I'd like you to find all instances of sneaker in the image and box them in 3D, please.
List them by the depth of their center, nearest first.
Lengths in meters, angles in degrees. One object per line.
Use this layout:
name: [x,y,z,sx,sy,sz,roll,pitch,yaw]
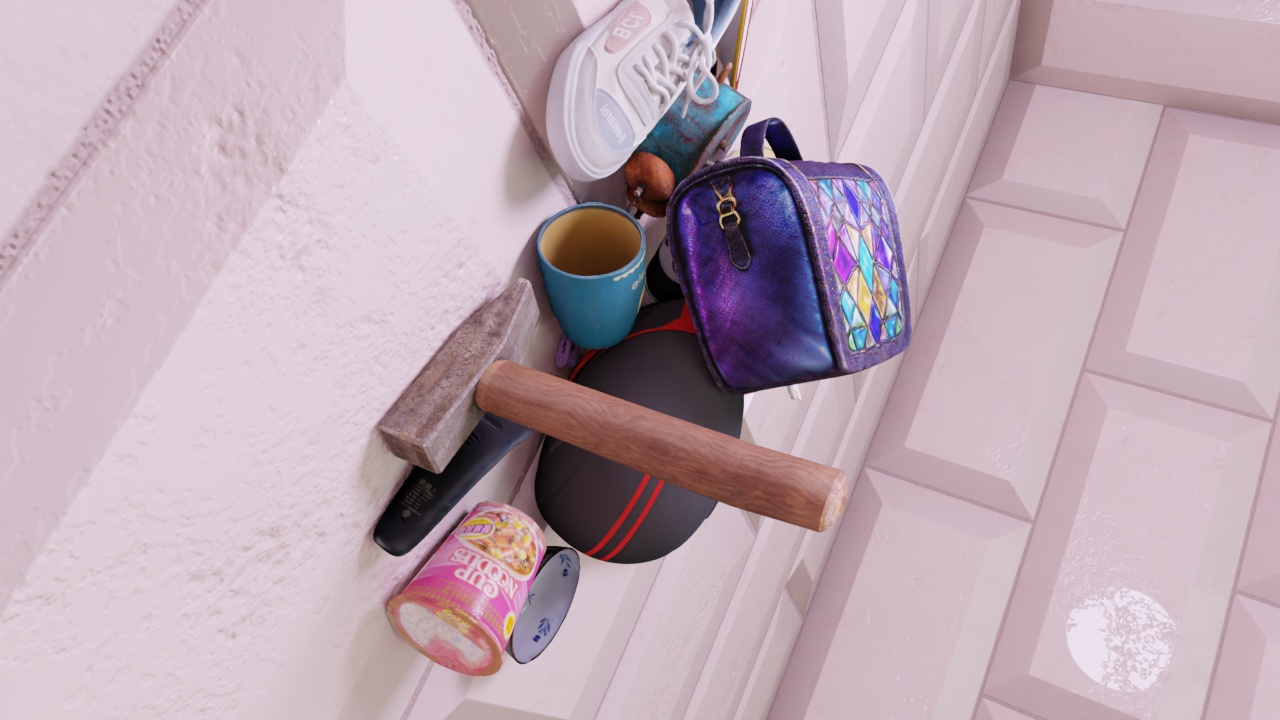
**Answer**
sneaker: [0.014,-0.234,0.700,0.089,0.091,0.241,54,51,-35]
sneaker: [0.079,-0.136,0.883,0.234,0.084,0.079,-57,179,-37]

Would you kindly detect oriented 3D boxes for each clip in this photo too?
clip: [-0.062,-0.018,0.821,0.035,0.013,0.052,1,104,-68]

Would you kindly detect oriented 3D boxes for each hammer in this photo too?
hammer: [-0.008,0.042,0.610,0.157,0.301,0.037,-57,153,-32]

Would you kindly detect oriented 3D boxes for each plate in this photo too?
plate: [0.096,-0.354,0.854,0.229,0.021,0.230,13,87,-86]

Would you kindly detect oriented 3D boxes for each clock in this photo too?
clock: [0.036,-0.177,0.806,0.157,0.073,0.121,-54,177,-4]

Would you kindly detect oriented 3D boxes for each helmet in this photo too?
helmet: [-0.002,0.085,0.816,0.265,0.164,0.169,-58,-167,35]

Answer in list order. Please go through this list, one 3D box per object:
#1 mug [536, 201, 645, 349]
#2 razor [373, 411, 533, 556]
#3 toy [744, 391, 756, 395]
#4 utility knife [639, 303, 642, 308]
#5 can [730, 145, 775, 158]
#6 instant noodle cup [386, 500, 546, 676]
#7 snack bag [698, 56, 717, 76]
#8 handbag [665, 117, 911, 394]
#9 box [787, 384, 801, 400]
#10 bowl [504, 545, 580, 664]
mug: [-0.037,-0.075,0.761,0.104,0.084,0.112,88,1,-53]
razor: [-0.138,0.084,0.683,0.151,0.054,0.067,-53,169,-26]
toy: [0.122,-0.005,1.167,0.175,0.096,0.112,-17,123,-50]
utility knife: [0.009,-0.031,0.870,0.022,0.015,0.151,-39,108,-60]
can: [0.116,-0.179,1.038,0.116,0.056,0.092,-46,155,-46]
instant noodle cup: [-0.127,0.173,0.721,0.108,0.098,0.098,-60,156,-43]
snack bag: [0.062,-0.237,0.935,0.056,0.013,0.158,-55,154,-42]
handbag: [0.129,-0.094,0.775,0.204,0.126,0.222,-15,93,-55]
box: [0.116,-0.052,0.932,0.106,0.193,0.143,-52,167,15]
bowl: [-0.106,0.220,0.857,0.114,0.045,0.114,-48,148,-44]
